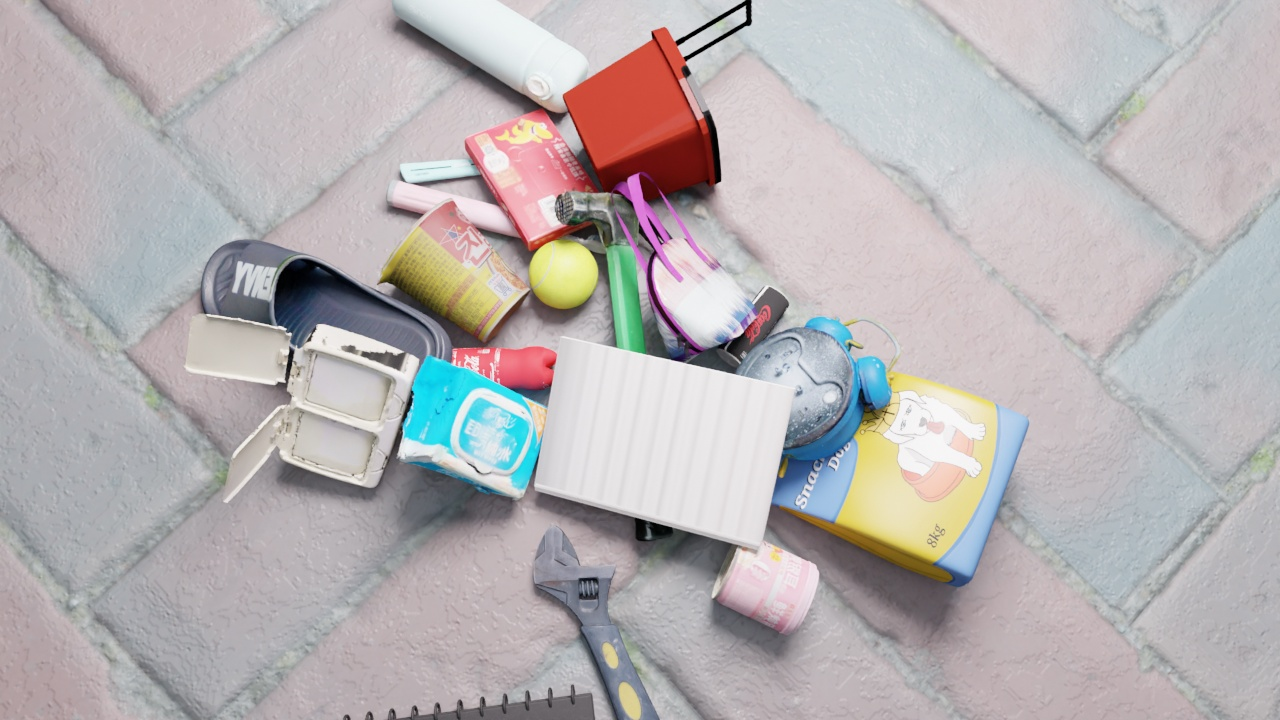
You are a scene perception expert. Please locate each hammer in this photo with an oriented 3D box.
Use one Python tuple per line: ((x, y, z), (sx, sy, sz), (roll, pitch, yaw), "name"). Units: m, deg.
((-0.005, 0.005, 0.847), (0.130, 0.032, 0.318), (-2, 84, -44), "hammer")

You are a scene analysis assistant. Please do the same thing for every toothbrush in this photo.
((-0.138, -0.138, 0.899), (0.222, 0.027, 0.026), (14, 53, 0), "toothbrush")

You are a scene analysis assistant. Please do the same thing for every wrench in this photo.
((-0.023, 0.272, 0.815), (0.073, 0.022, 0.273), (-23, 79, -6), "wrench")

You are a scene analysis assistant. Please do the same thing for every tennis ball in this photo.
((-0.073, -0.082, 0.868), (0.065, 0.065, 0.065), (0, 77, -2), "tennis ball")

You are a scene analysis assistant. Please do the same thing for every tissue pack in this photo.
((-0.145, 0.063, 0.806), (0.062, 0.144, 0.092), (5, 72, 45), "tissue pack")

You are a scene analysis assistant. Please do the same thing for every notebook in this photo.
((-0.148, 0.379, 0.785), (0.231, 0.019, 0.169), (-7, 79, -1), "notebook")
((0.016, 0.071, 0.800), (0.210, 0.009, 0.143), (13, 99, 14), "notebook")

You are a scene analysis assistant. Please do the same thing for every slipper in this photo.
((-0.301, -0.039, 0.831), (0.268, 0.083, 0.110), (22, 80, 13), "slipper")

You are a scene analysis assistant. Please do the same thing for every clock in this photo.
((0.157, 0.023, 0.819), (0.161, 0.060, 0.116), (-40, 48, 7), "clock")

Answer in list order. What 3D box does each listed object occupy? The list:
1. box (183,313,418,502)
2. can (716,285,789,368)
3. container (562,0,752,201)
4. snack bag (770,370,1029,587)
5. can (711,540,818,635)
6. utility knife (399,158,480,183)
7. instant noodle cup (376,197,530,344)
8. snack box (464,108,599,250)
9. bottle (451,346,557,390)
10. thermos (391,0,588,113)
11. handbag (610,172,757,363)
((-0.288, 0.051, 0.769), (0.186, 0.145, 0.101), (9, 36, -21), "box")
((0.108, -0.032, 0.881), (0.031, 0.031, 0.080), (37, 79, 6), "can")
((0.040, -0.238, 0.866), (0.201, 0.148, 0.127), (-25, 76, 2), "container")
((0.220, 0.091, 0.831), (0.205, 0.102, 0.158), (22, 77, 17), "snack bag")
((0.111, 0.197, 0.813), (0.076, 0.067, 0.067), (25, 78, 4), "can")
((-0.160, -0.194, 0.918), (0.158, 0.015, 0.022), (-7, 71, -7), "utility knife")
((-0.165, -0.078, 0.856), (0.112, 0.100, 0.100), (39, 79, -2), "instant noodle cup")
((-0.102, -0.178, 0.895), (0.089, 0.021, 0.133), (-27, 72, -19), "snack box")
((-0.147, 0.009, 0.858), (0.141, 0.042, 0.042), (-2, 78, -2), "bottle")
((-0.147, -0.323, 0.918), (0.207, 0.065, 0.077), (33, 39, 5), "thermos")
((0.029, -0.090, 0.831), (0.068, 0.144, 0.170), (-26, 98, 30), "handbag")
